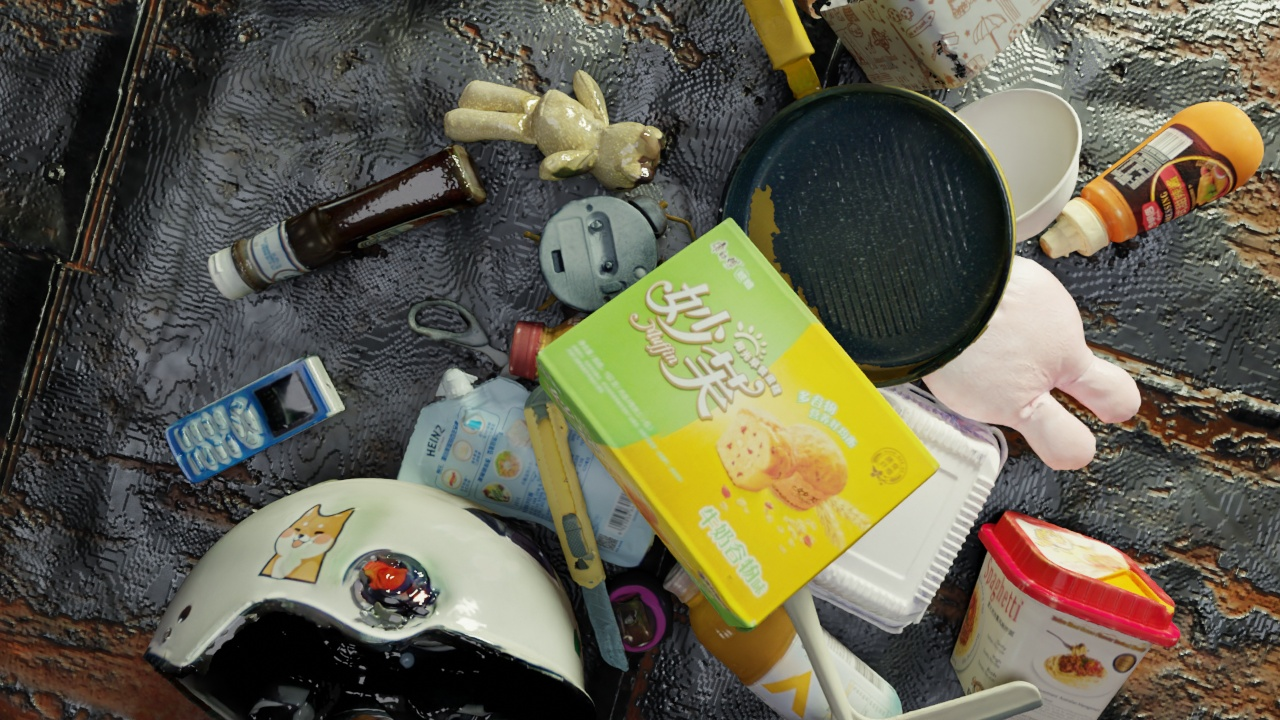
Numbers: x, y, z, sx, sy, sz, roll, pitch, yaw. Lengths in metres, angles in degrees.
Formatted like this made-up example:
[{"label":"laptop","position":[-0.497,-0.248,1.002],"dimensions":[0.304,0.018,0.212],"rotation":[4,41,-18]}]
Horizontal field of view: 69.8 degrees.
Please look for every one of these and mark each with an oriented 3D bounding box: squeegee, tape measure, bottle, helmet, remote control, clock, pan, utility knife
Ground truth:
[{"label":"squeegee","position":[0.102,0.154,0.606],"dimensions":[0.246,0.039,0.246],"rotation":[-21,80,4]},{"label":"tape measure","position":[-0.004,0.185,0.673],"dimensions":[0.057,0.039,0.058],"rotation":[-20,92,2]},{"label":"bottle","position":[0.099,0.209,0.659],"dimensions":[0.189,0.068,0.068],"rotation":[40,92,2]},{"label":"bottle","position":[-0.206,-0.094,0.642],"dimensions":[0.195,0.080,0.044],"rotation":[-22,98,4]},{"label":"helmet","position":[-0.164,0.163,0.607],"dimensions":[0.274,0.230,0.156],"rotation":[-2,51,3]},{"label":"remote control","position":[-0.285,0.043,0.678],"dimensions":[0.125,0.024,0.049],"rotation":[-26,92,3]},{"label":"clock","position":[-0.018,-0.074,0.651],"dimensions":[0.122,0.055,0.082],"rotation":[-11,88,-5]},{"label":"bottle","position":[-0.004,0.004,0.651],"dimensions":[0.175,0.057,0.057],"rotation":[8,93,-3]},{"label":"pan","position":[0.112,-0.152,0.590],"dimensions":[0.198,0.078,0.357],"rotation":[-16,95,34]},{"label":"bottle","position":[0.352,-0.119,0.647],"dimensions":[0.149,0.066,0.067],"rotation":[-33,92,9]},{"label":"utility knife","position":[-0.044,0.119,0.646],"dimensions":[0.031,0.022,0.216],"rotation":[-13,103,21]}]

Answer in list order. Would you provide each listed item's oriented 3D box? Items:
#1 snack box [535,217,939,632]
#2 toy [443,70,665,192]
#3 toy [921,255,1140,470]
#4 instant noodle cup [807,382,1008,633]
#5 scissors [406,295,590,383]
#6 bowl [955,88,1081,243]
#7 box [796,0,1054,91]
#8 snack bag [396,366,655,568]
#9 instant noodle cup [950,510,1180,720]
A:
[{"label":"snack box","position":[0.056,0.039,0.579],"dimensions":[0.157,0.070,0.210],"rotation":[-37,81,-13]},{"label":"toy","position":[-0.062,-0.159,0.652],"dimensions":[0.157,0.066,0.104],"rotation":[15,51,4]},{"label":"toy","position":[0.272,0.002,0.652],"dimensions":[0.121,0.054,0.159],"rotation":[-44,87,-2]},{"label":"instant noodle cup","position":[0.178,0.103,0.658],"dimensions":[0.138,0.060,0.173],"rotation":[27,91,-1]},{"label":"scissors","position":[-0.095,0.001,0.681],"dimensions":[0.179,0.014,0.159],"rotation":[-41,95,-1]},{"label":"bowl","position":[0.253,-0.120,0.636],"dimensions":[0.064,0.118,0.118],"rotation":[34,93,-39]},{"label":"box","position":[0.189,-0.301,0.592],"dimensions":[0.182,0.152,0.174],"rotation":[-44,110,2]},{"label":"snack bag","position":[-0.073,0.079,0.664],"dimensions":[0.191,0.038,0.110],"rotation":[20,108,-4]},{"label":"instant noodle cup","position":[0.284,0.189,0.641],"dimensions":[0.116,0.116,0.124],"rotation":[19,105,0]}]
